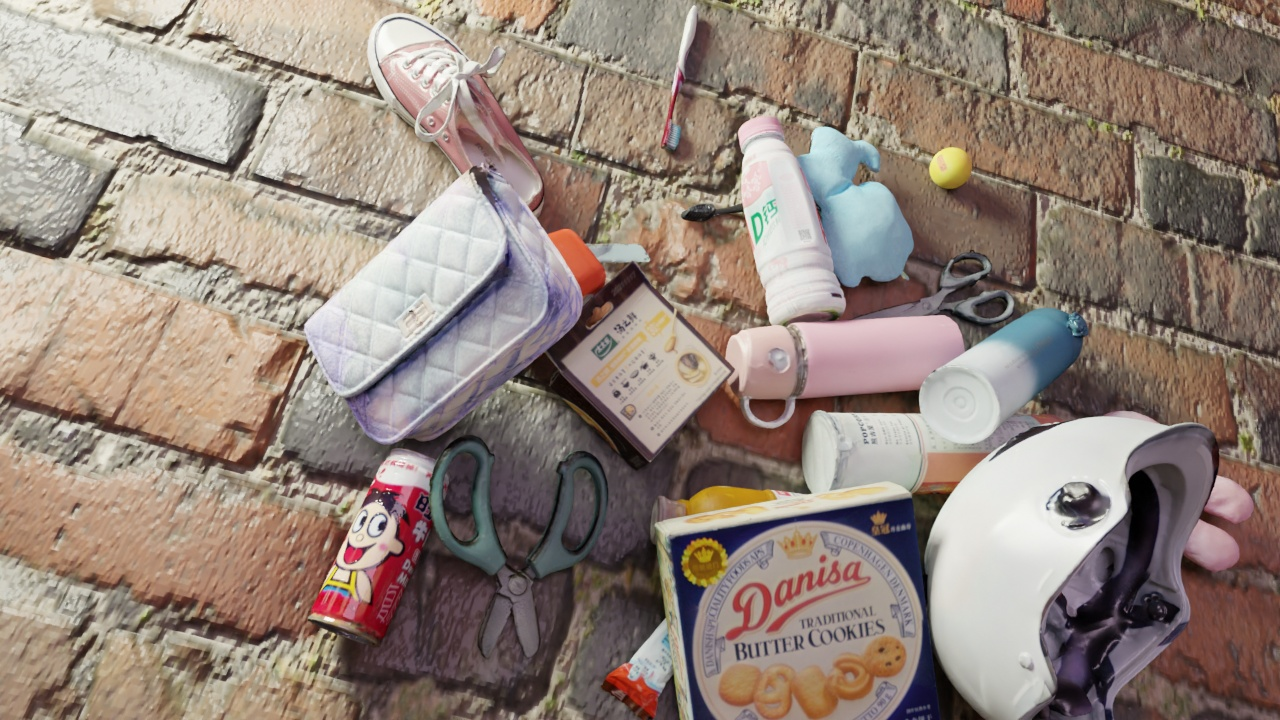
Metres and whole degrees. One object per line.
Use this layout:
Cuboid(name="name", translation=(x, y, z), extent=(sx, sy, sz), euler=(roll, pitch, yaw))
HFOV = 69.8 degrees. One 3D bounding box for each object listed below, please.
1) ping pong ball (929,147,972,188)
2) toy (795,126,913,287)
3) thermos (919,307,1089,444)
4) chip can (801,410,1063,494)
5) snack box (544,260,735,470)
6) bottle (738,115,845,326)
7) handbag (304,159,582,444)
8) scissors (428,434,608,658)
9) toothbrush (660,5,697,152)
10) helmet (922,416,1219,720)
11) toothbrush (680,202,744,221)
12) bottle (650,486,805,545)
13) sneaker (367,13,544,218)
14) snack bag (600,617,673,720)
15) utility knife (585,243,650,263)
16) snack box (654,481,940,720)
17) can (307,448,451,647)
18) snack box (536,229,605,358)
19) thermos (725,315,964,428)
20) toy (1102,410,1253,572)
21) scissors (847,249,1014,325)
Cuboid(name="ping pong ball", translation=(0.310, -0.192, 0.915), extent=(0.040, 0.040, 0.040), euler=(4, 65, -10))
Cuboid(name="toy", translation=(0.203, -0.140, 0.865), extent=(0.156, 0.050, 0.161), euler=(37, 61, 0))
Cuboid(name="thermos", translation=(0.312, 0.004, 0.772), extent=(0.219, 0.070, 0.070), euler=(-23, 71, -44))
Cuboid(name="chip can", translation=(0.248, 0.077, 0.765), extent=(0.214, 0.071, 0.071), euler=(1, 66, -11))
Cuboid(name="snack box", translation=(-0.004, 0.004, 0.747), extent=(0.125, 0.053, 0.113), euler=(45, 65, 0))
Cuboid(name="bottle", translation=(0.129, -0.125, 0.824), extent=(0.068, 0.068, 0.196), euler=(-7, 73, -15))
Cuboid(name="handbag", translation=(-0.148, -0.035, 0.677), extent=(0.194, 0.075, 0.134), euler=(-39, 74, 16))
Cuboid(name="scissors", translation=(-0.077, 0.131, 0.690), extent=(0.175, 0.019, 0.175), euler=(-15, 88, -32))
Cuboid(name="toothbrush", translation=(0.043, -0.284, 0.916), extent=(0.017, 0.016, 0.187), euler=(17, 64, -13))
Cuboid(name="helmet", translation=(0.303, 0.149, 0.683), extent=(0.229, 0.146, 0.258), euler=(34, 81, -42))
Cuboid(name="toothbrush", translation=(0.127, -0.151, 0.873), extent=(0.189, 0.018, 0.014), euler=(-10, 78, -17))
Cuboid(name="bottle", translation=(0.103, 0.135, 0.711), extent=(0.189, 0.068, 0.068), euler=(8, 65, -8))
Cuboid(name="sneaker", translation=(-0.160, -0.227, 0.808), extent=(0.118, 0.088, 0.241), euler=(-30, 76, -22))
Cuboid(name="snack bag", translation=(0.020, 0.214, 0.682), extent=(0.048, 0.026, 0.104), euler=(40, 64, 0))
Cuboid(name="utility knife", translation=(-0.091, -0.092, 0.800), extent=(0.204, 0.018, 0.034), euler=(-2, 79, -13))
Cuboid(name="snack box", translation=(0.112, 0.192, 0.655), extent=(0.178, 0.046, 0.182), euler=(-9, 93, -8))
Cuboid(name="can", translation=(-0.185, 0.133, 0.661), extent=(0.053, 0.053, 0.132), euler=(21, 64, -2))
Cuboid(name="snack box", translation=(-0.077, -0.055, 0.749), extent=(0.080, 0.091, 0.082), euler=(-29, 73, -29))
Cuboid(name="thermos", translation=(0.175, 0.008, 0.788), extent=(0.198, 0.067, 0.087), euler=(-5, 86, -14))
Cuboid(name="toy", translation=(0.450, 0.116, 0.799), extent=(0.159, 0.054, 0.121), euler=(31, 71, 4))
Cuboid(name="scissors", translation=(0.275, -0.046, 0.859), extent=(0.150, 0.014, 0.170), euler=(31, 64, 4))
